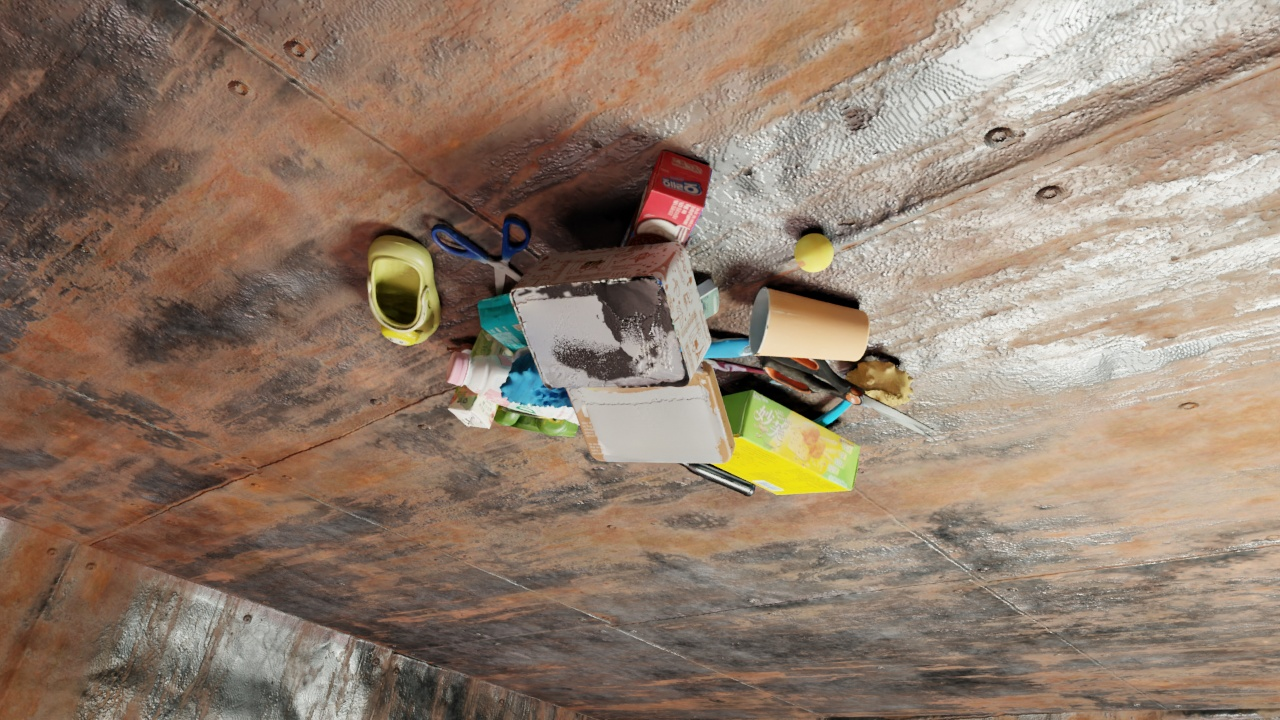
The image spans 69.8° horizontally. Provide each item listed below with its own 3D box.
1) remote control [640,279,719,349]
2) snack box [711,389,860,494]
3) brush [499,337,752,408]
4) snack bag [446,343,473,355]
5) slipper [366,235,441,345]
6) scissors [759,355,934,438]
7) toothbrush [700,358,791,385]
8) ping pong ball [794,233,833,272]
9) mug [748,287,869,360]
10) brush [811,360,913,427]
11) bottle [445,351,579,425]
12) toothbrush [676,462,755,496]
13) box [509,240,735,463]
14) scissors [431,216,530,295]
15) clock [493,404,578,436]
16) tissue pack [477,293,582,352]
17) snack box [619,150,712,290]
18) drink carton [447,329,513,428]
[{"bbox_3d":[0.031,-0.041,1.051,0.135,0.019,0.056,-32,154,-12],"label":"remote control"},{"bbox_3d":[0.176,0.119,1.278,0.210,0.070,0.158,27,157,-26],"label":"snack box"},{"bbox_3d":[-0.006,0.006,1.105,0.314,0.109,0.061,1,124,0],"label":"brush"},{"bbox_3d":[-0.223,0.006,1.272,0.045,0.026,0.105,-6,144,29],"label":"snack bag"},{"bbox_3d":[-0.296,-0.072,1.114,0.091,0.081,0.191,14,146,-2],"label":"slipper"},{"bbox_3d":[0.248,0.031,1.110,0.235,0.021,0.148,15,146,34],"label":"scissors"},{"bbox_3d":[0.106,0.011,1.197,0.187,0.017,0.016,9,148,-1],"label":"toothbrush"},{"bbox_3d":[0.180,-0.112,0.953,0.040,0.040,0.040,7,149,4],"label":"ping pong ball"},{"bbox_3d":[0.193,-0.036,1.047,0.122,0.078,0.078,9,149,-7],"label":"mug"},{"bbox_3d":[0.268,0.061,1.215,0.083,0.045,0.255,17,153,-15],"label":"brush"},{"bbox_3d":[-0.144,0.031,1.155,0.196,0.068,0.068,16,149,-21],"label":"bottle"},{"bbox_3d":[0.092,0.169,1.453,0.212,0.027,0.026,25,160,-23],"label":"toothbrush"},{"bbox_3d":[-0.010,0.010,0.975,0.177,0.082,0.260,-2,124,26],"label":"box"},{"bbox_3d":[-0.167,-0.118,1.065,0.162,0.012,0.175,19,148,-23],"label":"scissors"},{"bbox_3d":[-0.139,0.069,1.260,0.116,0.056,0.161,9,179,14],"label":"clock"},{"bbox_3d":[-0.131,-0.043,1.137,0.093,0.050,0.133,-8,149,27],"label":"tissue pack"},{"bbox_3d":[0.014,-0.126,0.961,0.058,0.057,0.208,17,149,-8],"label":"snack box"},{"bbox_3d":[-0.205,0.023,1.201,0.046,0.122,0.053,3,151,27],"label":"drink carton"}]
